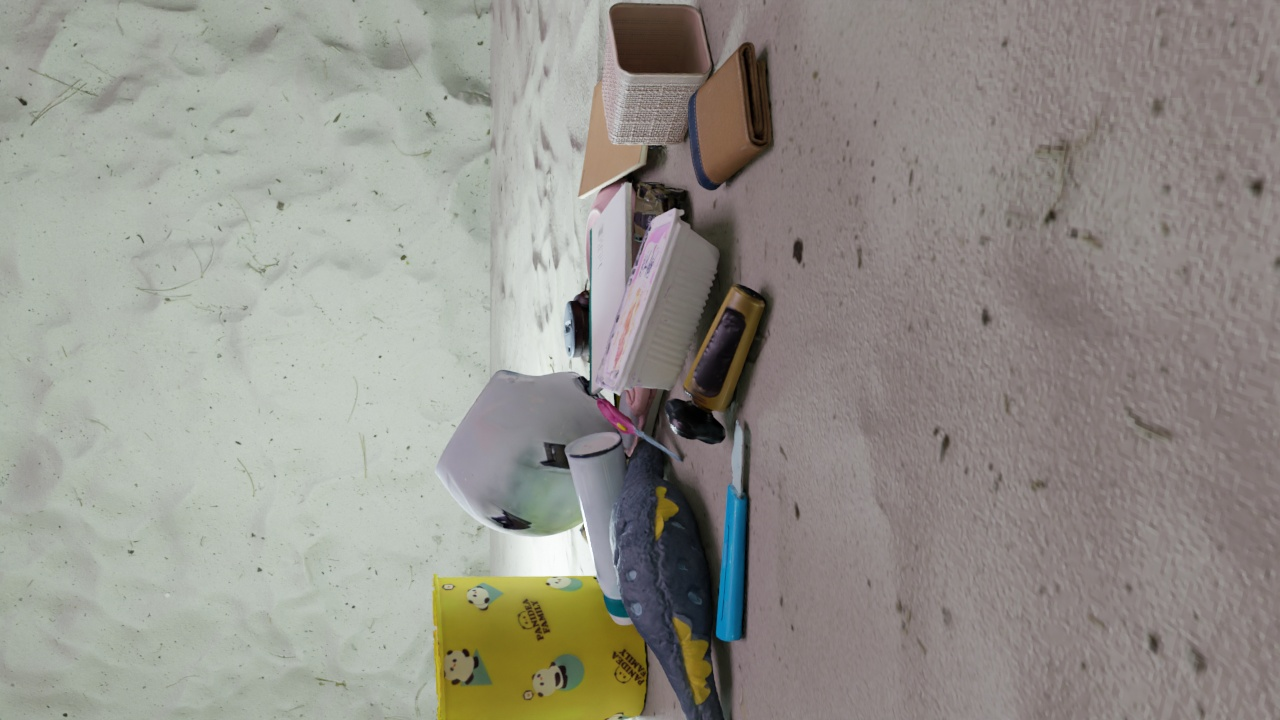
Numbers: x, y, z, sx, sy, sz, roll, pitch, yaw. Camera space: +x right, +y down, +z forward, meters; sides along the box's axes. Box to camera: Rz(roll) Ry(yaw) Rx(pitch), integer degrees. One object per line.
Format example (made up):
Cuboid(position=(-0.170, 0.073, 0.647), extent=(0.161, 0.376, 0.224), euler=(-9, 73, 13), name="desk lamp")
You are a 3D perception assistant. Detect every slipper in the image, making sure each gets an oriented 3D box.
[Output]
Cuboid(position=(-0.006, 0.006, 1.049), extent=(0.275, 0.054, 0.114), euler=(101, 161, -44), name="slipper")

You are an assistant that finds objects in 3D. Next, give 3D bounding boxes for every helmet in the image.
Cuboid(position=(-0.118, 0.138, 1.178), extent=(0.229, 0.258, 0.146), euler=(-53, 48, 16), name="helmet")

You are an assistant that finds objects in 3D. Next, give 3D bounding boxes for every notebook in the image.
Cuboid(position=(-0.036, -0.076, 1.040), extent=(0.151, 0.012, 0.209), euler=(146, 126, -68), name="notebook")
Cuboid(position=(-0.027, -0.284, 1.092), extent=(0.212, 0.012, 0.149), euler=(178, 100, -68), name="notebook")

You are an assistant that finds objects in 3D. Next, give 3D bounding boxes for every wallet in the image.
Cuboid(position=(0.074, -0.202, 0.771), extent=(0.115, 0.033, 0.090), euler=(158, 107, -73), name="wallet")

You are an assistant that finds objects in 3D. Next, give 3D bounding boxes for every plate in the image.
Cuboid(position=(-0.036, -0.131, 1.149), extent=(0.193, 0.039, 0.192), euler=(174, 90, -73), name="plate")

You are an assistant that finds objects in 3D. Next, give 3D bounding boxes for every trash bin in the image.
Cuboid(position=(-0.137, 0.383, 1.193), extent=(0.230, 0.255, 0.229), euler=(177, 91, -75), name="trash bin")

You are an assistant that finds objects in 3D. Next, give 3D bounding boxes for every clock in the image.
Cuboid(position=(-0.078, -0.057, 1.316), extent=(0.082, 0.055, 0.122), euler=(170, 99, -76), name="clock")

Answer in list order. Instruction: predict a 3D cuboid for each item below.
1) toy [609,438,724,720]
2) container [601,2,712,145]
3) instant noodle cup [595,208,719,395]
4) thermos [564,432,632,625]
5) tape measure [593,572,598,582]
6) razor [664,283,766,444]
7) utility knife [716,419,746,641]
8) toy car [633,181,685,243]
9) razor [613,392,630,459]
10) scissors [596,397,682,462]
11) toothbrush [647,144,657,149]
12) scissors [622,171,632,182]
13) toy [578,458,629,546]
Cuboid(position=(0.023, 0.201, 0.922), extent=(0.138, 0.091, 0.355), euler=(63, -170, -47), name="toy")
Cuboid(position=(0.010, -0.274, 0.899), extent=(0.111, 0.090, 0.089), euler=(109, 155, -61), name="container")
Cuboid(position=(0.018, -0.047, 0.856), extent=(0.138, 0.060, 0.173), euler=(-163, 93, -79), name="instant noodle cup")
Cuboid(position=(-0.032, 0.198, 1.064), extent=(0.073, 0.073, 0.224), euler=(-142, 38, -71), name="thermos")
Cuboid(position=(-0.028, 0.267, 1.158), extent=(0.058, 0.054, 0.025), euler=(142, 122, -70), name="tape measure")
Cuboid(position=(0.065, 0.005, 0.779), extent=(0.062, 0.067, 0.168), euler=(34, 132, 16), name="razor")
Cuboid(position=(0.082, 0.152, 0.804), extent=(0.034, 0.018, 0.203), euler=(-146, 57, -73), name="utility knife")
Cuboid(position=(0.015, -0.153, 0.985), extent=(0.158, 0.042, 0.070), euler=(-130, 41, -71), name="toy car")
Cuboid(position=(-0.023, 0.063, 1.186), extent=(0.043, 0.022, 0.142), euler=(135, 132, -73), name="razor")
Cuboid(position=(-0.001, 0.078, 1.008), extent=(0.135, 0.017, 0.064), euler=(29, 158, 45), name="scissors")
Cuboid(position=(-0.013, -0.251, 1.090), extent=(0.181, 0.018, 0.015), euler=(-168, 79, -67), name="toothbrush")
Cuboid(position=(-0.019, -0.188, 1.159), extent=(0.143, 0.014, 0.173), euler=(106, 157, -51), name="scissors")
Cuboid(position=(-0.029, 0.184, 1.136), extent=(0.105, 0.066, 0.158), euler=(-105, 30, -42), name="toy")
